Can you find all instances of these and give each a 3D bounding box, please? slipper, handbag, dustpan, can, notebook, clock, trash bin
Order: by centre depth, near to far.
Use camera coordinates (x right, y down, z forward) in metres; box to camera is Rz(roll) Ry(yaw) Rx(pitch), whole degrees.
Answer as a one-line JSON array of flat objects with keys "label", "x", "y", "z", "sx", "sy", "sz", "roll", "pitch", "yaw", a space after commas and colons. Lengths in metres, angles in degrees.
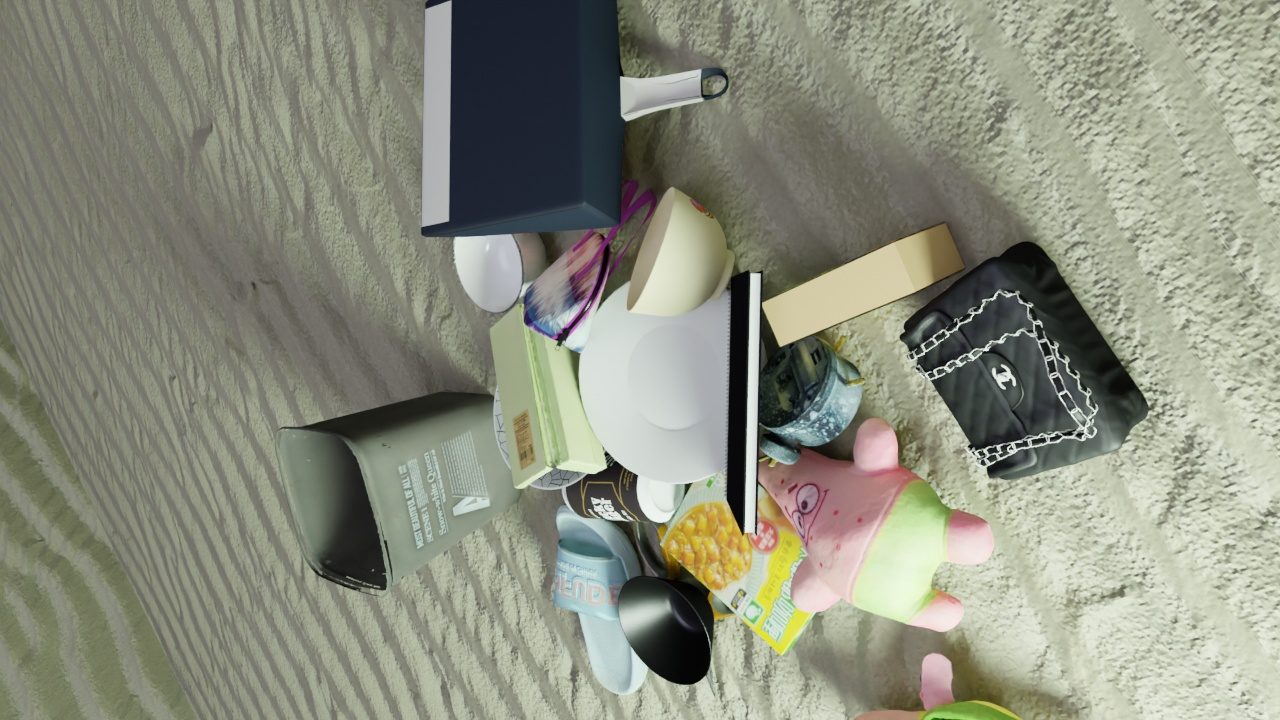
[{"label": "handbag", "x": 0.257, "y": 0.013, "z": 0.654, "sx": 0.153, "sy": 0.114, "sz": 0.125, "roll": 57, "pitch": 136, "yaw": 6}, {"label": "notebook", "x": 0.087, "y": 0.030, "z": 0.779, "sx": 0.016, "sy": 0.149, "sz": 0.206, "roll": 1, "pitch": 93, "yaw": 0}, {"label": "clock", "x": 0.133, "y": 0.036, "z": 0.786, "sx": 0.130, "sy": 0.052, "sz": 0.090, "roll": -45, "pitch": 31, "yaw": 27}, {"label": "dustpan", "x": -0.062, "y": -0.234, "z": 0.823, "sx": 0.274, "sy": 0.080, "sz": 0.236, "roll": -6, "pitch": 79, "yaw": 26}, {"label": "handbag", "x": -0.043, "y": -0.100, "z": 0.898, "sx": 0.068, "sy": 0.144, "sz": 0.170, "roll": 28, "pitch": 113, "yaw": -21}, {"label": "can", "x": -0.019, "y": 0.135, "z": 0.979, "sx": 0.129, "sy": 0.071, "sz": 0.072, "roll": -7, "pitch": 101, "yaw": 44}, {"label": "slipper", "x": -0.050, "y": 0.283, "z": 1.063, "sx": 0.104, "sy": 0.074, "sz": 0.245, "roll": 2, "pitch": 108, "yaw": 41}, {"label": "trash bin", "x": -0.285, "y": 0.143, "z": 1.121, "sx": 0.198, "sy": 0.219, "sz": 0.197, "roll": 2, "pitch": 107, "yaw": 42}]

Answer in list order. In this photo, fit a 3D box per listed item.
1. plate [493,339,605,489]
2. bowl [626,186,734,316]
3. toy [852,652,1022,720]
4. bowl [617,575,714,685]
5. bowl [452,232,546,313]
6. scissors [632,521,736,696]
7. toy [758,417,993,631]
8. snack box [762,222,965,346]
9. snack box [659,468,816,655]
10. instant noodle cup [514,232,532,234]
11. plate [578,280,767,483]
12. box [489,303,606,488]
[{"label": "plate", "x": -0.091, "y": 0.048, "z": 1.014, "sx": 0.189, "sy": 0.016, "sz": 0.188, "roll": -9, "pitch": 76, "yaw": 37}, {"label": "bowl", "x": 0.042, "y": -0.088, "z": 0.830, "sx": 0.074, "sy": 0.117, "sz": 0.118, "roll": 19, "pitch": 127, "yaw": -10}, {"label": "toy", "x": 0.278, "y": 0.342, "z": 0.777, "sx": 0.239, "sy": 0.087, "sz": 0.190, "roll": -3, "pitch": 116, "yaw": 37}, {"label": "bowl", "x": 0.040, "y": 0.272, "z": 0.967, "sx": 0.124, "sy": 0.052, "sz": 0.124, "roll": 18, "pitch": 119, "yaw": 37}, {"label": "bowl", "x": -0.146, "y": -0.113, "z": 1.008, "sx": 0.113, "sy": 0.063, "sz": 0.113, "roll": 16, "pitch": 115, "yaw": 38}, {"label": "scissors", "x": 0.063, "y": 0.259, "z": 0.990, "sx": 0.226, "sy": 0.016, "sz": 0.225, "roll": -18, "pitch": 93, "yaw": 44}, {"label": "toy", "x": 0.178, "y": 0.131, "z": 0.787, "sx": 0.237, "sy": 0.096, "sz": 0.192, "roll": 35, "pitch": 118, "yaw": 41}, {"label": "snack box", "x": 0.173, "y": -0.059, "z": 0.719, "sx": 0.126, "sy": 0.088, "sz": 0.040, "roll": -25, "pitch": 88, "yaw": 45}, {"label": "snack box", "x": 0.109, "y": 0.183, "z": 0.899, "sx": 0.168, "sy": 0.027, "sz": 0.132, "roll": 38, "pitch": 117, "yaw": 26}, {"label": "instant noodle cup", "x": -0.101, "y": -0.205, "z": 0.901, "sx": 0.124, "sy": 0.123, "sz": 0.121, "roll": -24, "pitch": 81, "yaw": 45}, {"label": "plate", "x": 0.030, "y": 0.016, "z": 0.900, "sx": 0.209, "sy": 0.015, "sz": 0.208, "roll": 1, "pitch": 93, "yaw": 30}, {"label": "box", "x": -0.092, "y": 0.033, "z": 0.965, "sx": 0.092, "sy": 0.083, "sz": 0.187, "roll": -36, "pitch": 59, "yaw": 48}]
